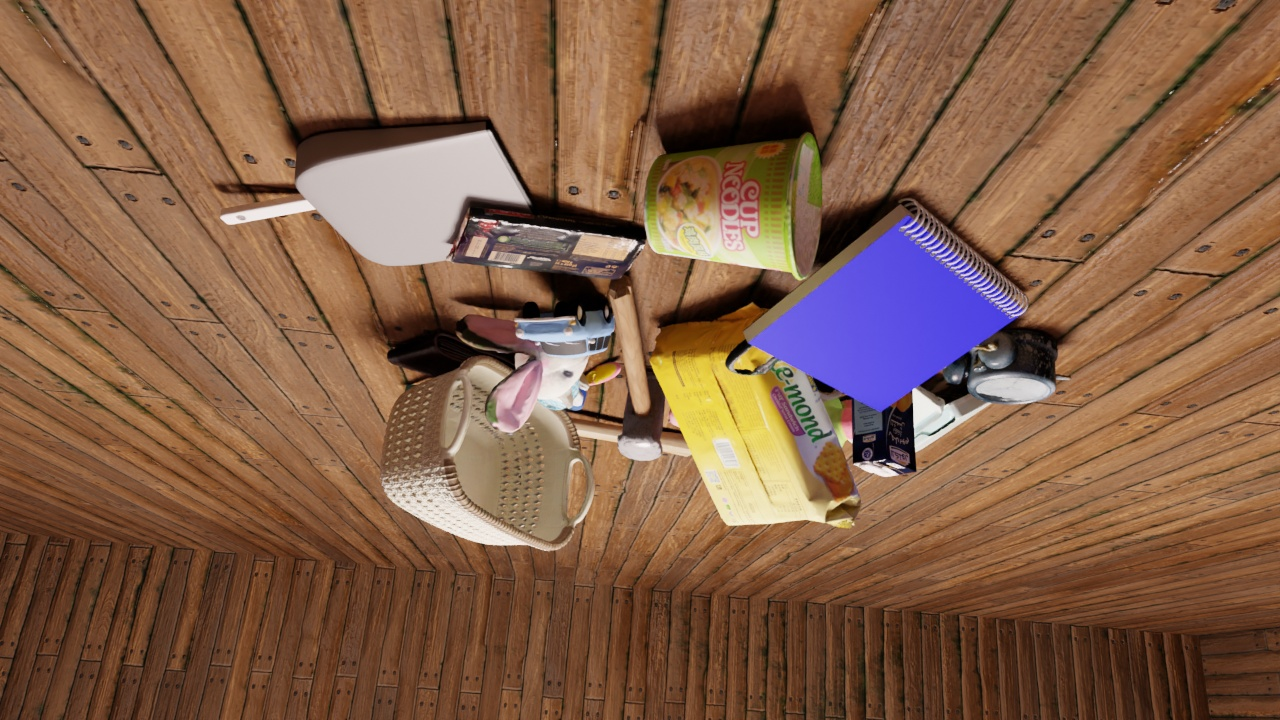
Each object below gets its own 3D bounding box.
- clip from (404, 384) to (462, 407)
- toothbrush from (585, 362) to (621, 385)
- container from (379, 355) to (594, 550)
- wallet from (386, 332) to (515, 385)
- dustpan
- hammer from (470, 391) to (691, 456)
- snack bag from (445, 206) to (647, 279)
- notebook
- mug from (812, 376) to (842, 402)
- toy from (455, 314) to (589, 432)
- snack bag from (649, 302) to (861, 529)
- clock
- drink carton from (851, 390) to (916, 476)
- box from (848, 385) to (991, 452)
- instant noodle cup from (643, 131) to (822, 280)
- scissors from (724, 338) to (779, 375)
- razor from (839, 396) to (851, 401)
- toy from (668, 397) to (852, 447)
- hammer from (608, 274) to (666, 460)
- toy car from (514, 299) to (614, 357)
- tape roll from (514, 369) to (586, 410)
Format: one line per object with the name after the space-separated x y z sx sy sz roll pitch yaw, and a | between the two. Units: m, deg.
-0.265 0.040 1.142 0.113 0.028 0.127 15 170 -34 | clip
-0.058 0.023 1.091 0.016 0.021 0.136 12 161 -26 | toothbrush
-0.175 0.114 1.045 0.143 0.184 0.246 -12 147 27 | container
-0.217 0.004 1.065 0.100 0.031 0.120 -11 155 43 | wallet
-0.216 -0.125 0.732 0.258 0.033 0.163 -8 157 8 | dustpan
-0.069 0.093 1.243 0.322 0.051 0.118 12 155 -25 | hammer
-0.076 -0.094 0.763 0.155 0.018 0.075 4 156 -23 | snack bag
0.217 -0.037 0.785 0.209 0.022 0.172 24 127 -41 | notebook
0.168 0.012 0.958 0.105 0.073 0.090 -12 173 -38 | mug
-0.092 0.013 0.981 0.106 0.131 0.205 -24 162 16 | toy
0.106 0.064 0.919 0.160 0.247 0.068 -10 -160 49 | snack bag
0.358 0.003 0.915 0.129 0.052 0.090 18 156 -20 | clock
0.251 0.052 0.948 0.064 0.130 0.040 22 152 -40 | drink carton
0.327 0.068 1.105 0.125 0.075 0.198 26 155 0 | box
0.064 -0.107 0.638 0.108 0.098 0.099 5 160 21 | instant noodle cup
0.167 -0.022 0.811 0.204 0.015 0.202 -17 140 0 | scissors
0.220 0.067 1.150 0.042 0.022 0.144 -27 177 -39 | razor
0.148 0.072 1.060 0.237 0.097 0.192 3 180 12 | toy
-0.006 0.006 0.966 0.052 0.097 0.329 5 152 7 | hammer
-0.067 -0.029 0.864 0.056 0.055 0.153 -2 -177 15 | toy car
-0.113 0.035 1.112 0.091 0.016 0.093 28 157 -28 | tape roll
